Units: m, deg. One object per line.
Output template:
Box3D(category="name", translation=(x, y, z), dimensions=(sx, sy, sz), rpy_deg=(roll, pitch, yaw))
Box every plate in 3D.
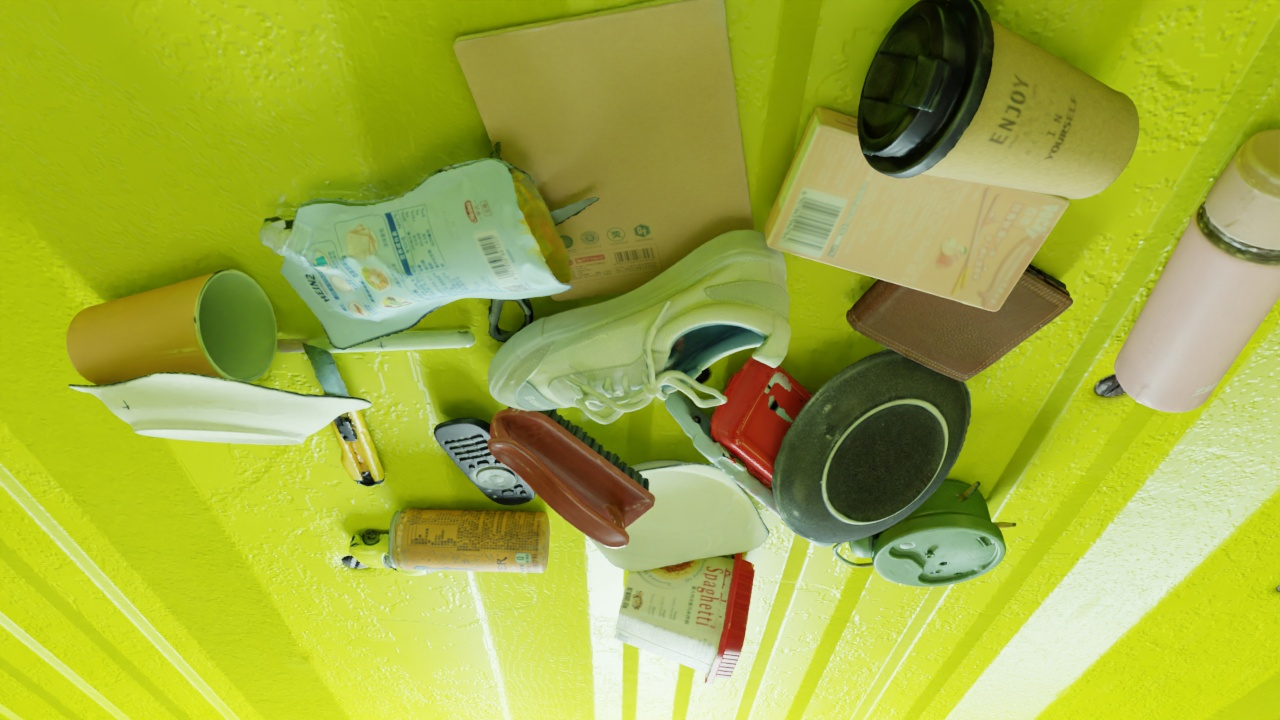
Box3D(category="plate", translation=(-0.295, 0.038, 0.652), dimensions=(0.165, 0.034, 0.163), rpy_deg=(-5, 168, 34))
Box3D(category="plate", translation=(0.185, 0.074, 0.706), dimensions=(0.179, 0.024, 0.180), rpy_deg=(-11, 122, -18))
Box3D(category="plate", translation=(0.023, 0.135, 0.842), dimensions=(0.164, 0.034, 0.164), rpy_deg=(-15, 138, 18))

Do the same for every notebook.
Box3D(category="notebook", translation=(-0.010, -0.116, 0.559), dimensions=(0.148, 0.008, 0.208), rpy_deg=(-7, 140, 9))

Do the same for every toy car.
Box3D(category="toy car", translation=(-0.242, 0.197, 0.927), dimensions=(0.105, 0.032, 0.048), rpy_deg=(5, 141, -2))

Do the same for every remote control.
Box3D(category="remote control", translation=(-0.132, 0.084, 0.792), dimensions=(0.053, 0.024, 0.136), rpy_deg=(-12, 140, 13))

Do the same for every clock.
Box3D(category="clock", translation=(0.257, 0.165, 0.856), dimensions=(0.162, 0.056, 0.116), rpy_deg=(-25, 133, 28))

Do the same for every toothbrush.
Box3D(category="toothbrush", translation=(-0.217, -0.010, 0.686), dimensions=(0.189, 0.029, 0.020), rpy_deg=(-4, 99, 4))

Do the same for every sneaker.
Box3D(category="sneaker", translation=(-0.004, 0.004, 0.625), dimensions=(0.243, 0.090, 0.089), rpy_deg=(-24, 148, 30))

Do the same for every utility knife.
Box3D(category="utility knife", translation=(-0.242, 0.052, 0.749), dimensions=(0.033, 0.015, 0.224), rpy_deg=(0, 146, -3))

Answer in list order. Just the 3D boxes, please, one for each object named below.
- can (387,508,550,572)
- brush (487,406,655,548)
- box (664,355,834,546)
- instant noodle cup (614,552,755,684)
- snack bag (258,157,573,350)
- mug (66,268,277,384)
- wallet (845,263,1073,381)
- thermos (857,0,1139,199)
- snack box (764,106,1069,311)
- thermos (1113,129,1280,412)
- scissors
Box3D(category="can", translation=(-0.161, 0.171, 0.872), dimensions=(0.146, 0.058, 0.058), rpy_deg=(1, 141, 0))
Box3D(category="brush", translation=(-0.061, 0.090, 0.738), dimensions=(0.146, 0.069, 0.063), rpy_deg=(40, 118, -15))
Box3D(category="box", translation=(0.107, 0.076, 0.754), dimensions=(0.201, 0.095, 0.101), rpy_deg=(39, 166, -36))
Box3D(category="instant noodle cup", translation=(0.043, 0.250, 0.930), dimensions=(0.124, 0.116, 0.117), rpy_deg=(12, 140, 4))
Box3D(category="snack bag", translation=(-0.145, -0.065, 0.582), dimensions=(0.191, 0.038, 0.110), rpy_deg=(-9, 139, 20))
Box3D(category="mug", translation=(-0.330, -0.018, 0.640), dimensions=(0.123, 0.078, 0.078), rpy_deg=(-6, 140, 17))
Box3D(category="wallet", translation=(0.218, -0.040, 0.630), dimensions=(0.124, 0.032, 0.101), rpy_deg=(22, 133, -24))
Box3D(category="thermos", translation=(0.185, -0.130, 0.480), dimensions=(0.143, 0.093, 0.093), rpy_deg=(10, 140, -22))
Box3D(category="snack box", translation=(0.162, -0.088, 0.551), dimensions=(0.157, 0.026, 0.085), rpy_deg=(15, 128, -8))
Box3D(category="thermos", translation=(0.378, -0.055, 0.587), dimensions=(0.087, 0.067, 0.199), rpy_deg=(-25, 142, -18))
Box3D(category="scissors", translation=(-0.098, -0.069, 0.606), dimensions=(0.181, 0.014, 0.159), rpy_deg=(-10, 138, 21))
